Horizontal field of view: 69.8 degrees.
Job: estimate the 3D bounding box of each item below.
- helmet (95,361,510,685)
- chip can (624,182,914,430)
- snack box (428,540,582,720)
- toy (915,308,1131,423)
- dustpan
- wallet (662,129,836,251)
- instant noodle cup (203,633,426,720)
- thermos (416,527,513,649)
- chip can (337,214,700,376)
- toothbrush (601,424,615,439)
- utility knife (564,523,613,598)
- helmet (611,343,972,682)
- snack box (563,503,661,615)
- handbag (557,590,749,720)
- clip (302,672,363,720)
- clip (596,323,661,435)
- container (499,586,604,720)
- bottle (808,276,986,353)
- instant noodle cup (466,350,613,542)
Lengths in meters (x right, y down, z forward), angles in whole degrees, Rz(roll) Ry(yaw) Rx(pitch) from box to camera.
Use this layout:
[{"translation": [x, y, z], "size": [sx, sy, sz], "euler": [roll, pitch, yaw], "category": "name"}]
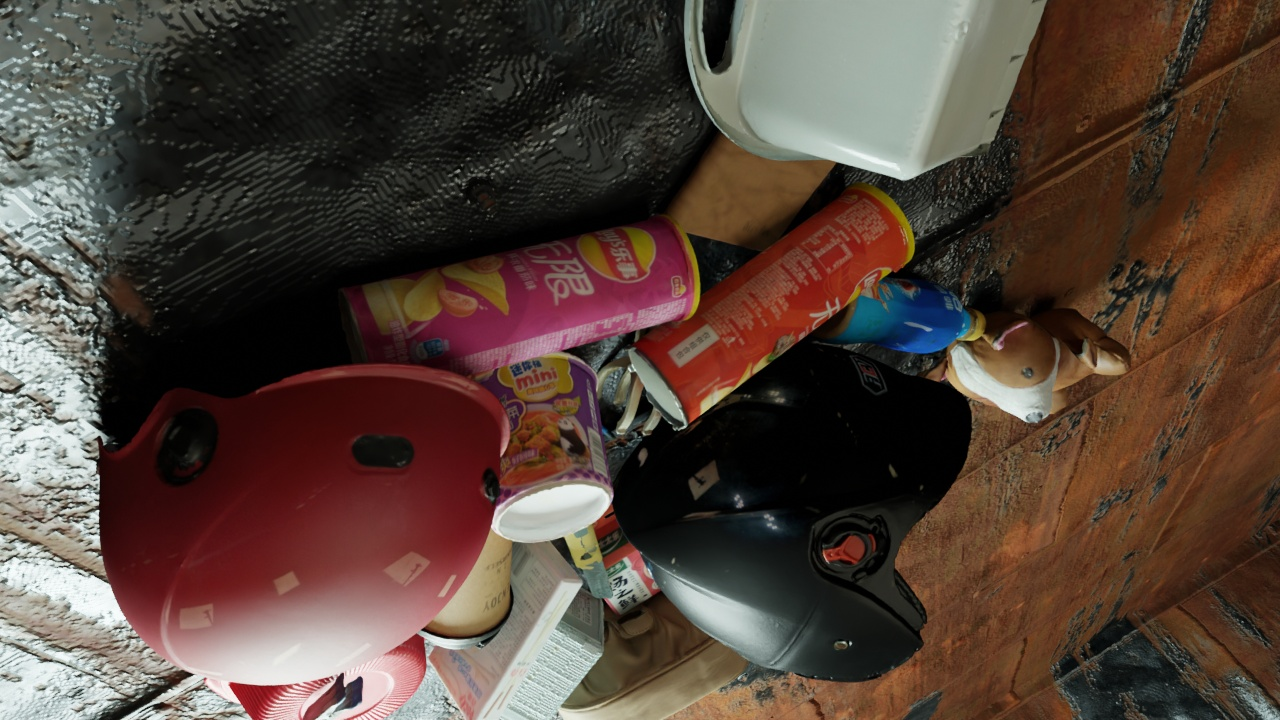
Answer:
[{"translation": [-0.185, 0.105, 0.523], "size": [0.241, 0.143, 0.207], "euler": [-21, 150, 27], "category": "helmet"}, {"translation": [0.093, -0.041, 0.651], "size": [0.216, 0.073, 0.073], "euler": [-36, 144, -14], "category": "chip can"}, {"translation": [-0.116, 0.221, 0.775], "size": [0.026, 0.085, 0.157], "euler": [19, 106, -47], "category": "snack box"}, {"translation": [0.381, 0.006, 0.915], "size": [0.199, 0.130, 0.141], "euler": [7, 143, -31], "category": "toy"}, {"translation": [0.150, -0.223, 0.552], "size": [0.256, 0.143, 0.223], "euler": [-38, 147, -48], "category": "dustpan"}, {"translation": [0.080, -0.123, 0.624], "size": [0.115, 0.020, 0.101], "euler": [7, 128, -44], "category": "wallet"}, {"translation": [-0.250, 0.252, 0.753], "size": [0.193, 0.066, 0.194], "euler": [-19, 141, -17], "category": "instant noodle cup"}, {"translation": [-0.136, 0.149, 0.710], "size": [0.092, 0.093, 0.143], "euler": [-6, 127, -32], "category": "thermos"}, {"translation": [-0.071, -0.035, 0.564], "size": [0.210, 0.071, 0.072], "euler": [-16, 139, -22], "category": "chip can"}, {"translation": [-0.060, 0.021, 0.683], "size": [0.016, 0.014, 0.189], "euler": [-57, 144, -9], "category": "toothbrush"}, {"translation": [-0.052, 0.141, 0.786], "size": [0.031, 0.020, 0.197], "euler": [-17, 130, -5], "category": "utility knife"}, {"translation": [0.116, 0.099, 0.718], "size": [0.230, 0.233, 0.275], "euler": [32, 114, -13], "category": "helmet"}, {"translation": [0.001, 0.178, 0.873], "size": [0.113, 0.044, 0.127], "euler": [-30, 143, -4], "category": "snack box"}, {"translation": [0.001, 0.289, 0.926], "size": [0.204, 0.148, 0.100], "euler": [-25, 113, -13], "category": "handbag"}, {"translation": [-0.236, 0.261, 0.701], "size": [0.058, 0.026, 0.038], "euler": [-41, 132, 22], "category": "clip"}, {"translation": [-0.008, 0.003, 0.695], "size": [0.035, 0.092, 0.103], "euler": [4, 94, -38], "category": "clip"}, {"translation": [-0.094, 0.260, 0.840], "size": [0.090, 0.090, 0.112], "euler": [35, 107, -15], "category": "container"}, {"translation": [0.225, -0.039, 0.784], "size": [0.218, 0.065, 0.065], "euler": [5, 128, -40], "category": "bottle"}, {"translation": [-0.072, 0.064, 0.634], "size": [0.111, 0.099, 0.112], "euler": [-12, 148, -8], "category": "instant noodle cup"}]
